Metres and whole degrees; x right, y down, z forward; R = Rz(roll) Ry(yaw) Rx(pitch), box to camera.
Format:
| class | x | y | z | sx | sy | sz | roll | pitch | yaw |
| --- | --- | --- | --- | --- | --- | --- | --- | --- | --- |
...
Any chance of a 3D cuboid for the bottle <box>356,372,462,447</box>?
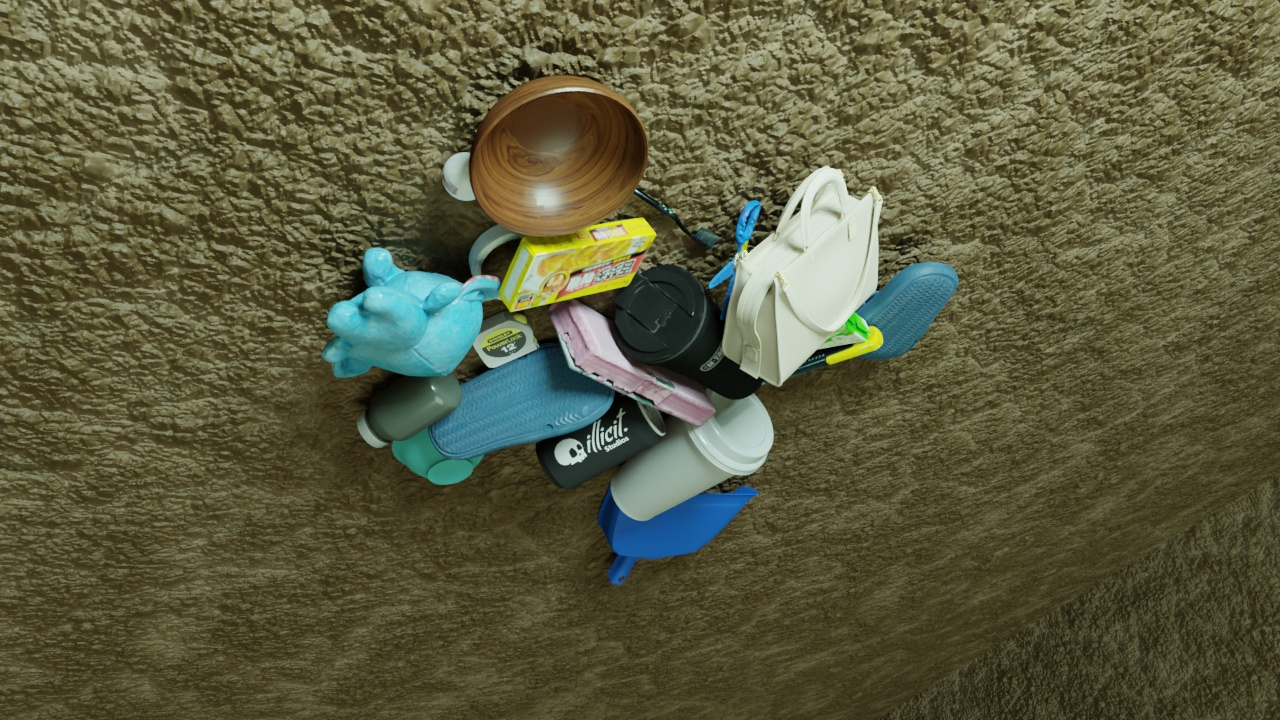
| class | x | y | z | sx | sy | sz | roll | pitch | yaw |
| --- | --- | --- | --- | --- | --- | --- | --- | --- | --- |
| bottle | -0.248 | 0.049 | 0.980 | 0.108 | 0.060 | 0.060 | -32 | 143 | 15 |

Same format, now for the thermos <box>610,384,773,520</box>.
| class | x | y | z | sx | sy | sz | roll | pitch | yaw |
| --- | --- | --- | --- | --- | --- | --- | --- | --- | --- |
| thermos | 0.057 | 0.125 | 1.189 | 0.131 | 0.131 | 0.223 | 11 | 142 | -37 |

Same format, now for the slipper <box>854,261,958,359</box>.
| class | x | y | z | sx | sy | sz | roll | pitch | yaw |
| --- | --- | --- | --- | --- | --- | --- | --- | --- | --- |
| slipper | 0.302 | -0.060 | 1.113 | 0.103 | 0.059 | 0.214 | 3 | 151 | -13 |

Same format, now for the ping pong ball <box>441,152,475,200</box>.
| class | x | y | z | sx | sy | sz | roll | pitch | yaw |
| --- | --- | --- | --- | --- | --- | --- | --- | --- | --- |
| ping pong ball | -0.147 | -0.155 | 0.776 | 0.040 | 0.040 | 0.040 | -13 | 144 | -10 |

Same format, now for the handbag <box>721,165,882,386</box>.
| class | x | y | z | sx | sy | sz | roll | pitch | yaw |
| --- | --- | --- | --- | --- | --- | --- | --- | --- | --- |
| handbag | 0.164 | -0.103 | 0.912 | 0.194 | 0.101 | 0.198 | -41 | 148 | -27 |

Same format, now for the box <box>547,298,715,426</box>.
| class | x | y | z | sx | sy | sz | roll | pitch | yaw |
| --- | --- | --- | --- | --- | --- | --- | --- | --- | --- |
| box | -0.007 | 0.006 | 1.017 | 0.041 | 0.098 | 0.232 | -44 | 141 | 17 |

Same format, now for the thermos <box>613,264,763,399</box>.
| class | x | y | z | sx | sy | sz | roll | pitch | yaw |
| --- | --- | --- | --- | --- | --- | --- | --- | --- | --- |
| thermos | 0.065 | -0.020 | 1.017 | 0.106 | 0.105 | 0.218 | -33 | 148 | 17 |

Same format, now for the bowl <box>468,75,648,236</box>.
| class | x | y | z | sx | sy | sz | roll | pitch | yaw |
| --- | --- | --- | --- | --- | --- | --- | --- | --- | --- |
| bowl | -0.073 | -0.179 | 0.756 | 0.147 | 0.068 | 0.147 | -14 | 143 | -11 |

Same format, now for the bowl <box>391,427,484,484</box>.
| class | x | y | z | sx | sy | sz | roll | pitch | yaw |
| --- | --- | --- | --- | --- | --- | --- | --- | --- | --- |
| bowl | -0.229 | 0.113 | 1.086 | 0.121 | 0.046 | 0.121 | -13 | 144 | -10 |

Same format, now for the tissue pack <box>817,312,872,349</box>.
| class | x | y | z | sx | sy | sz | roll | pitch | yaw |
| --- | --- | --- | --- | --- | --- | --- | --- | --- | --- |
| tissue pack | 0.201 | -0.042 | 1.074 | 0.114 | 0.034 | 0.099 | -12 | 155 | 36 |

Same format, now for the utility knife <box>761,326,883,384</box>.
| class | x | y | z | sx | sy | sz | roll | pitch | yaw |
| --- | --- | --- | --- | --- | --- | --- | --- | --- | --- |
| utility knife | 0.205 | 0.002 | 1.132 | 0.198 | 0.028 | 0.020 | -23 | 136 | 33 |

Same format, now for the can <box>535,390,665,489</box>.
| class | x | y | z | sx | sy | sz | roll | pitch | yaw |
| --- | --- | --- | --- | --- | --- | --- | --- | --- | --- |
| can | -0.049 | 0.094 | 1.120 | 0.146 | 0.080 | 0.080 | -30 | 144 | 12 |

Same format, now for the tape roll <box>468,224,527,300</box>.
| class | x | y | z | sx | sy | sz | roll | pitch | yaw |
| --- | --- | --- | --- | --- | --- | --- | --- | --- | --- |
| tape roll | -0.118 | -0.096 | 0.887 | 0.094 | 0.019 | 0.094 | -13 | 144 | -10 |

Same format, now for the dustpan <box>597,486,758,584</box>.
| class | x | y | z | sx | sy | sz | roll | pitch | yaw |
| --- | --- | --- | --- | --- | --- | --- | --- | --- | --- |
| dustpan | 0.019 | 0.272 | 1.411 | 0.245 | 0.059 | 0.258 | 5 | 127 | -32 |

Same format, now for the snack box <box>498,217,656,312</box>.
| class | x | y | z | sx | sy | sz | roll | pitch | yaw |
| --- | --- | --- | --- | --- | --- | --- | --- | --- | --- |
| snack box | -0.058 | -0.093 | 0.875 | 0.151 | 0.025 | 0.075 | -17 | 150 | -41 |

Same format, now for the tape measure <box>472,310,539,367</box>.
| class | x | y | z | sx | sy | sz | roll | pitch | yaw |
| --- | --- | --- | --- | --- | --- | --- | --- | --- | --- |
| tape measure | -0.144 | -0.023 | 0.973 | 0.064 | 0.016 | 0.065 | -23 | 145 | 4 |

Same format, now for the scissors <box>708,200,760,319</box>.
| class | x | y | z | sx | sy | sz | roll | pitch | yaw |
| --- | --- | --- | --- | --- | --- | --- | --- | --- | --- |
| scissors | 0.104 | -0.101 | 0.949 | 0.125 | 0.016 | 0.125 | 12 | 98 | -59 |

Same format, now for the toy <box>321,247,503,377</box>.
| class | x | y | z | sx | sy | sz | roll | pitch | yaw |
| --- | --- | --- | --- | --- | --- | --- | --- | --- | --- |
| toy | -0.223 | -0.045 | 0.830 | 0.183 | 0.114 | 0.180 | -26 | 166 | 8 |

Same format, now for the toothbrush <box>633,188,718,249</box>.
| class | x | y | z | sx | sy | sz | roll | pitch | yaw |
| --- | --- | --- | --- | --- | --- | --- | --- | --- | --- |
| toothbrush | 0.019 | -0.150 | 0.890 | 0.017 | 0.014 | 0.188 | -48 | 138 | 14 |

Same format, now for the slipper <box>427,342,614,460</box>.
| class | x | y | z | sx | sy | sz | roll | pitch | yaw |
| --- | --- | --- | --- | --- | --- | --- | --- | --- | --- |
| slipper | -0.133 | 0.046 | 1.015 | 0.214 | 0.103 | 0.059 | -18 | 171 | 4 |
